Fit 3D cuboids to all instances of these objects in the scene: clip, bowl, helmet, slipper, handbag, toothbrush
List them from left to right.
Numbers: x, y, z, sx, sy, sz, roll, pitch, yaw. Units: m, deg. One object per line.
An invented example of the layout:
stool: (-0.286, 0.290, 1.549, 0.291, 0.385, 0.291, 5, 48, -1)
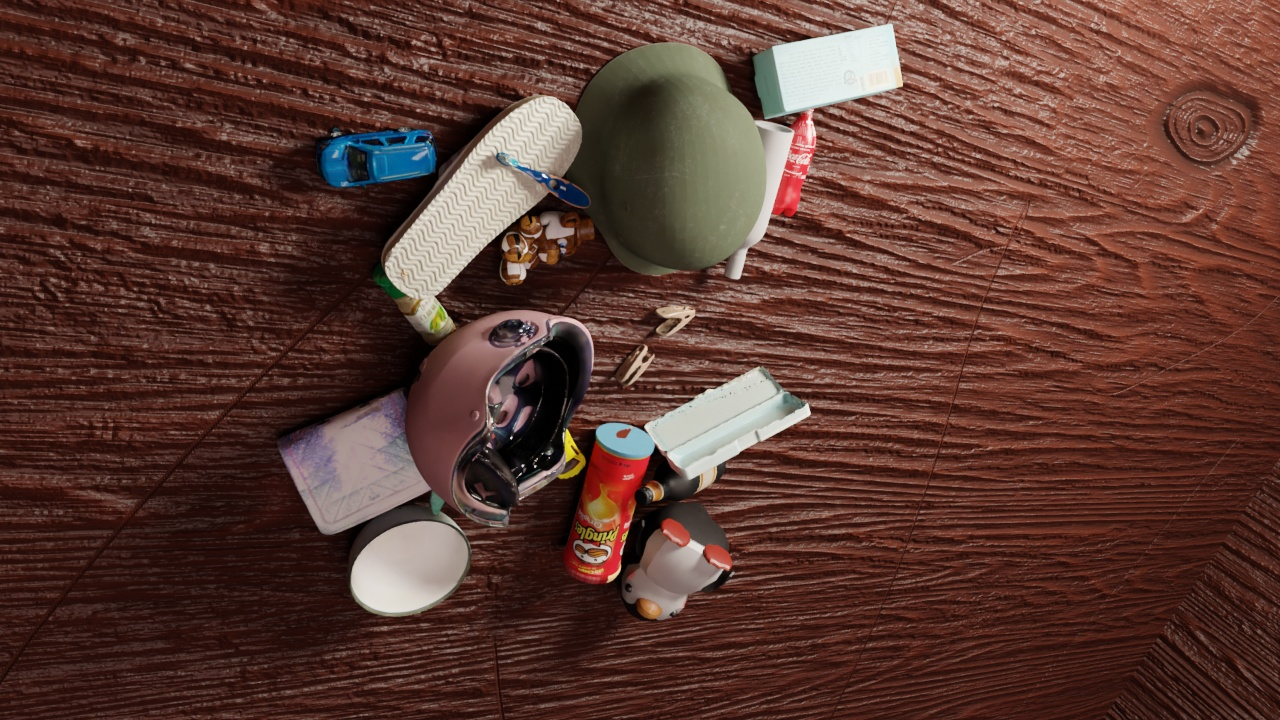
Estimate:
handbag: (-0.326, 0.113, 1.076, 0.158, 0.069, 0.126, -24, 114, -15)
bowl: (-0.298, 0.244, 1.165, 0.153, 0.073, 0.154, -14, 124, -22)
slipper: (-0.171, -0.176, 0.978, 0.263, 0.052, 0.115, -47, 136, -4)
helmet: (-0.165, 0.048, 1.045, 0.254, 0.153, 0.230, -54, 152, -28)
toothbrush: (-0.099, -0.190, 0.976, 0.135, 0.017, 0.021, 21, 97, -45)
clip: (-0.009, 0.005, 1.207, 0.061, 0.026, 0.050, -19, 125, -20)
clip: (0.046, -0.060, 1.197, 0.049, 0.026, 0.061, -48, 131, 4)
helmet: (0.051, -0.199, 1.026, 0.226, 0.154, 0.268, -16, 126, -20)

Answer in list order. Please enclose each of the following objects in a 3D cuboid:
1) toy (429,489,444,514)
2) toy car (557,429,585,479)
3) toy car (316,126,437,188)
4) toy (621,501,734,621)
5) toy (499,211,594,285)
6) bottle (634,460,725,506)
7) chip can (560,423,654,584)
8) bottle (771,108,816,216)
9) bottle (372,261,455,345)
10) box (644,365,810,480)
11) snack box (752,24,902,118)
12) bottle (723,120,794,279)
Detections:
toy: (-0.222, 0.152, 1.161, 0.105, 0.033, 0.085, 7, 92, -51)
toy car: (-0.107, 0.121, 1.222, 0.049, 0.030, 0.107, -35, 131, -7)
toy car: (-0.262, -0.204, 0.921, 0.120, 0.043, 0.056, -12, 124, -22)
toy: (0.042, 0.309, 1.381, 0.159, 0.140, 0.184, 31, 114, -6)
toy: (-0.107, -0.135, 1.037, 0.112, 0.067, 0.087, -12, 155, -15)
bottle: (0.051, 0.164, 1.268, 0.181, 0.059, 0.059, -17, 131, -54)
chip can: (-0.046, 0.199, 1.269, 0.087, 0.087, 0.214, 1, 117, -30)
bottle: (0.191, -0.251, 1.145, 0.041, 0.042, 0.142, -2, 120, -28)
bottle: (-0.249, -0.065, 1.016, 0.043, 0.043, 0.111, -35, 130, -5)
box: (0.118, 0.086, 1.254, 0.197, 0.136, 0.044, -26, 123, -13)
snack box: (0.222, -0.342, 1.084, 0.174, 0.053, 0.075, -18, 102, -20)
bottle: (0.139, -0.195, 1.144, 0.052, 0.052, 0.195, -2, 120, -28)
